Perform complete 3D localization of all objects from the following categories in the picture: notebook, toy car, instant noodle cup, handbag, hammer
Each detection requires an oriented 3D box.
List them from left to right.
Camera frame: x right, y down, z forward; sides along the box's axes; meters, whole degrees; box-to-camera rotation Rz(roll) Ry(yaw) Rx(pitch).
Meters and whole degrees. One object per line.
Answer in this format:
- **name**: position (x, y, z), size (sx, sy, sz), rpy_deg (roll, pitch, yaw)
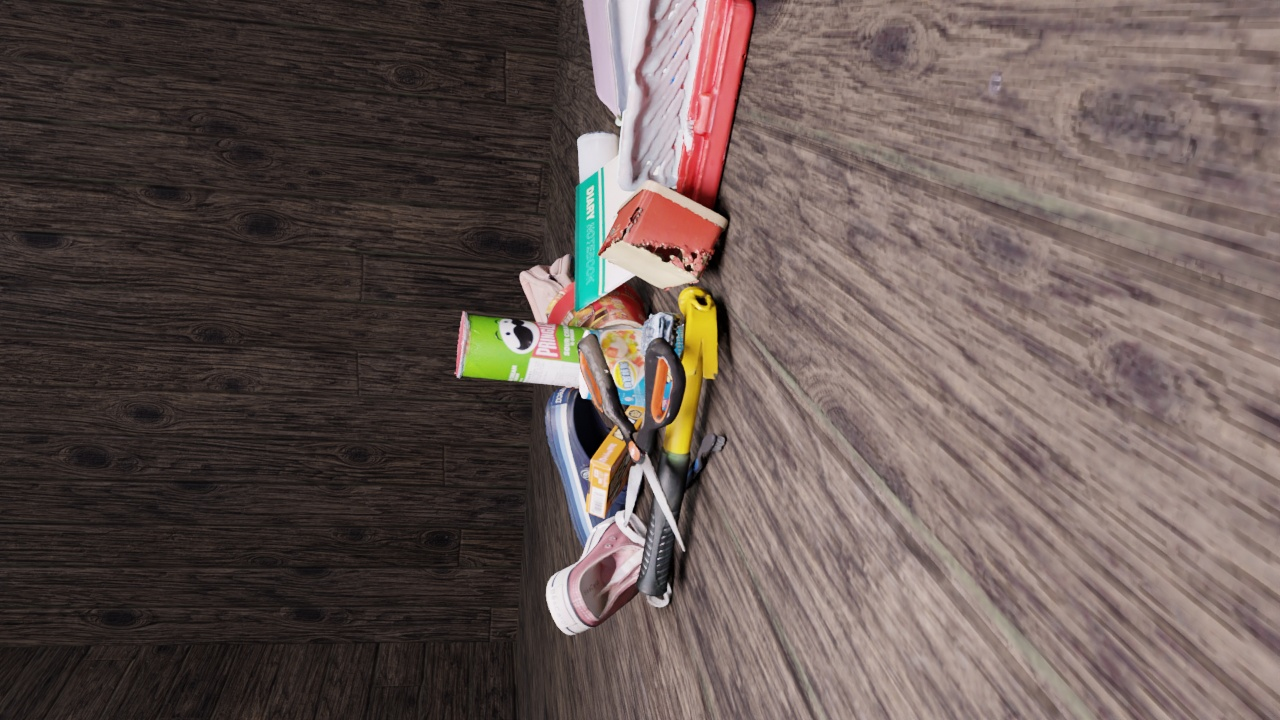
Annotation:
- **handbag**: position (-0.091, -0.047, 1.296), size (0.234, 0.093, 0.193), rpy_deg (-144, 31, -77)
- **instant noodle cup**: position (-0.042, -0.022, 1.126), size (0.108, 0.137, 0.138), rpy_deg (-123, 36, -58)
- **notebook**: position (-0.025, -0.172, 1.101), size (0.151, 0.012, 0.208), rpy_deg (-30, 46, 33)
- **handbag**: position (-0.009, -0.366, 1.086), size (0.197, 0.098, 0.145), rpy_deg (-116, 26, -67)
- **instant noodle cup**: position (-0.006, 0.006, 0.949), size (0.099, 0.110, 0.099), rpy_deg (-178, 91, -80)
- **toy car**: position (0.016, -0.019, 0.839), size (0.105, 0.031, 0.049), rpy_deg (179, 100, -87)
- **hammer**: position (0.033, 0.085, 0.860), size (0.128, 0.033, 0.301), rpy_deg (-92, 10, -71)

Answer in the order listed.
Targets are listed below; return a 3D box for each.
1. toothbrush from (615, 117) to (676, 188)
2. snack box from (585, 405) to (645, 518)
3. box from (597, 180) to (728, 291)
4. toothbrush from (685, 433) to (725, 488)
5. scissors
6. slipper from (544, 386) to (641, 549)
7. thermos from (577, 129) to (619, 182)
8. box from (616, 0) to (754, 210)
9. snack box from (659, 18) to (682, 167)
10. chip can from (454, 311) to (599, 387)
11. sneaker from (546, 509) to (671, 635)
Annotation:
- **toothbrush**: position (0.011, -0.250, 1.085), size (0.189, 0.029, 0.020), rpy_deg (-118, 10, -47)
- **snack box**: position (-0.019, 0.103, 1.042), size (0.153, 0.026, 0.075), rpy_deg (-53, -23, -53)
- **box**: position (0.015, -0.108, 0.884), size (0.077, 0.091, 0.168), rpy_deg (-64, 10, -3)
- **toothbrush**: position (0.054, 0.104, 0.880), size (0.190, 0.016, 0.014), rpy_deg (109, 159, -65)
- **scissors**: position (-0.008, 0.061, 0.831), size (0.221, 0.021, 0.234), rpy_deg (54, 145, 36)
- **slipper**: position (-0.046, 0.143, 1.164), size (0.104, 0.095, 0.253), rpy_deg (-61, -41, -58)
- **thermos**: position (-0.057, -0.221, 1.345), size (0.070, 0.070, 0.220), rpy_deg (144, 124, -77)
- **box**: position (0.031, -0.242, 0.842), size (0.095, 0.100, 0.202), rpy_deg (-101, 16, -55)
- **snack box**: position (0.046, -0.276, 0.965), size (0.084, 0.026, 0.157), rpy_deg (-133, 46, -75)
- **chip can**: position (-0.082, -0.004, 1.013), size (0.072, 0.236, 0.072), rpy_deg (-174, 91, -76)
- **sneaker**: position (-0.015, 0.215, 0.969), size (0.118, 0.088, 0.240), rpy_deg (67, -162, 2)
